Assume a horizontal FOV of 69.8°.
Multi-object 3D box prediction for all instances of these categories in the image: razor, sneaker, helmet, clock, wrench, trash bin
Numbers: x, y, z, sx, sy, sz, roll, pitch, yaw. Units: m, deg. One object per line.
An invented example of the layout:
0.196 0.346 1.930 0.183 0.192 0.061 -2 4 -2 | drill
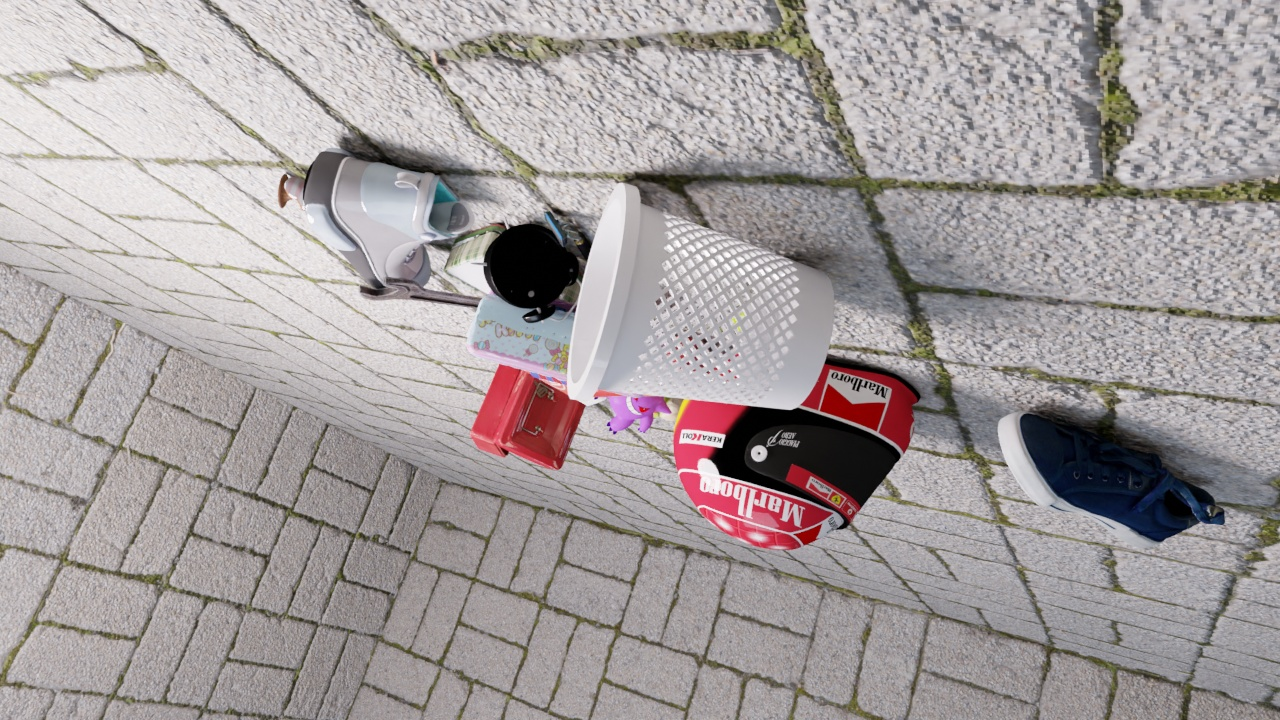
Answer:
-0.059 -0.116 0.974 0.042 0.022 0.144 58 -173 26 | razor
-0.245 -0.138 1.009 0.160 0.093 0.257 6 162 12 | sneaker
0.170 0.112 1.091 0.271 0.224 0.198 14 163 22 | helmet
-0.115 -0.092 0.983 0.120 0.091 0.043 37 168 -25 | clock
-0.212 -0.072 1.124 0.272 0.010 0.070 6 162 -43 | wrench
0.514 0.121 0.986 0.294 0.120 0.128 24 141 -24 | sneaker
0.054 -0.040 0.832 0.199 0.195 0.196 12 165 -12 | trash bin

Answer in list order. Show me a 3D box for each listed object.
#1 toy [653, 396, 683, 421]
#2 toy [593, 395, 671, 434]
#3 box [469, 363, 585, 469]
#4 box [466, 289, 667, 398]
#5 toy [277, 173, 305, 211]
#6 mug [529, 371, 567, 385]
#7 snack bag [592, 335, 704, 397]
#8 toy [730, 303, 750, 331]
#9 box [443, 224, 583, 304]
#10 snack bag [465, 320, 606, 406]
0.032 0.070 1.420 0.118 0.043 0.092 17 162 3 | toy
-0.007 0.048 1.220 0.088 0.055 0.106 -14 111 29 | toy
-0.205 0.083 1.536 0.151 0.157 0.165 32 162 -31 | box
-0.082 -0.013 1.039 0.214 0.092 0.089 14 160 9 | box
-0.372 -0.190 1.048 0.102 0.041 0.054 9 -175 7 | toy
-0.108 -0.016 1.263 0.076 0.074 0.112 13 146 20 | mug
-0.007 0.007 1.151 0.176 0.082 0.082 -2 159 11 | snack bag
0.140 -0.042 0.960 0.093 0.036 0.094 9 164 7 | toy
-0.120 -0.086 1.084 0.205 0.049 0.118 28 157 -31 | box
-0.149 -0.001 1.368 0.225 0.041 0.078 32 156 -17 | snack bag
